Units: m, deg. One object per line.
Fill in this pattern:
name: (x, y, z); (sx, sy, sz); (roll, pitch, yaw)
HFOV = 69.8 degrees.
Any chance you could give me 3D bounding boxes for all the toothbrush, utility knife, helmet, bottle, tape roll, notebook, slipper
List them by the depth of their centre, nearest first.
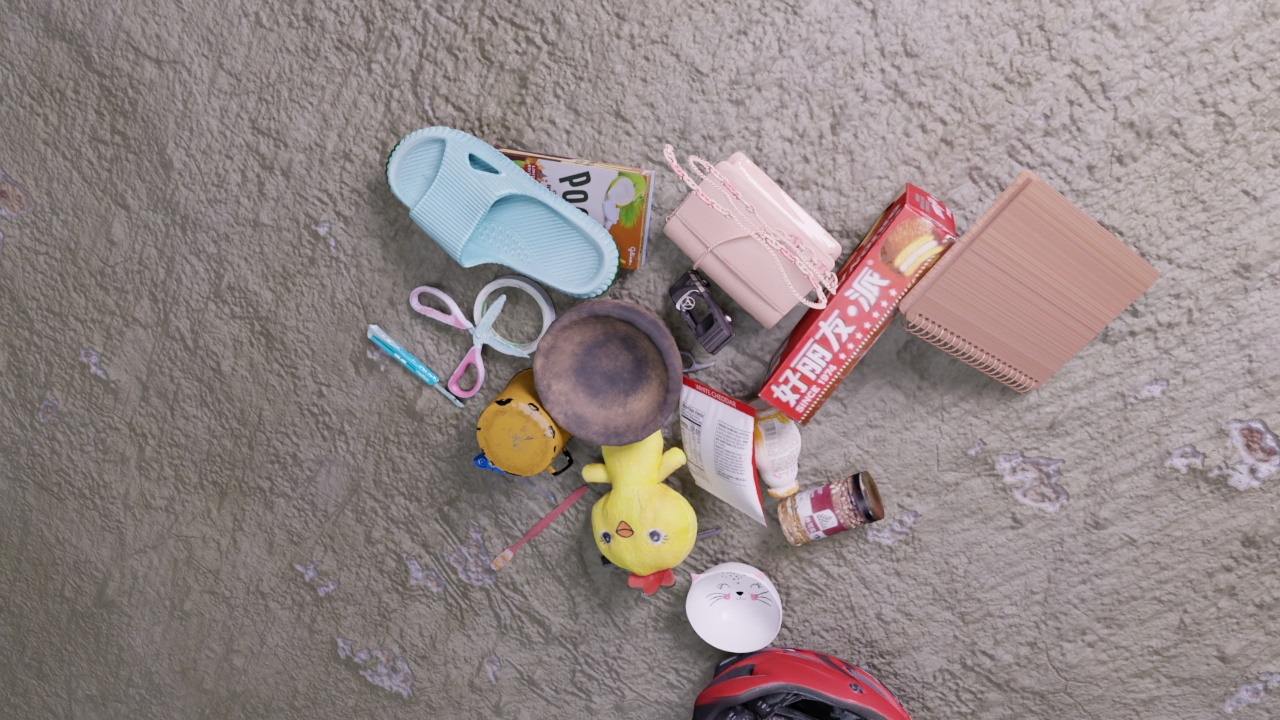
notebook: (0.355, -0.060, 0.843); (0.210, 0.022, 0.169); (23, 120, -32)
slipper: (-0.148, -0.149, 0.955); (0.276, 0.069, 0.116); (31, 113, 2)
bottle: (0.145, 0.095, 1.007); (0.063, 0.063, 0.109); (-10, 108, 19)
bottle: (0.211, 0.165, 1.020); (0.105, 0.056, 0.056); (-23, 103, 23)
tape roll: (-0.145, -0.052, 1.057); (0.094, 0.018, 0.094); (5, 112, 13)
helmet: (0.196, 0.439, 1.073); (0.272, 0.166, 0.218); (11, 113, 12)
utility knife: (-0.272, 0.007, 1.118); (0.149, 0.015, 0.022); (39, 132, -3)
toothbrush: (0.024, 0.228, 1.123); (0.168, 0.012, 0.013); (-19, 97, 22)
toothbrush: (-0.128, 0.211, 1.160); (0.185, 0.015, 0.015); (-43, 89, 24)

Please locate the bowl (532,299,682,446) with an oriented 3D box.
bowl: (-0.030, 0.007, 1.001); (0.162, 0.070, 0.162); (5, 112, 13)

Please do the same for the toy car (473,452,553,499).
toy car: (-0.155, 0.142, 1.126); (0.092, 0.033, 0.062); (-4, 103, 18)

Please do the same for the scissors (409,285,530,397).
scissors: (-0.206, -0.032, 1.069); (0.175, 0.013, 0.171); (43, 130, 5)

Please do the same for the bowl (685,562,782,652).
bowl: (0.115, 0.287, 1.099); (0.115, 0.050, 0.115); (6, 113, 14)

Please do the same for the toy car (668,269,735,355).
toy car: (0.063, -0.052, 0.971); (0.040, 0.037, 0.092); (-43, 62, 27)

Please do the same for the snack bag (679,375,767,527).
snack bag: (0.087, 0.098, 1.003); (0.131, 0.039, 0.144); (25, 131, 52)

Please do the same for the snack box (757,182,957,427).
snack box: (0.211, -0.055, 0.900); (0.060, 0.113, 0.237); (35, 116, 1)

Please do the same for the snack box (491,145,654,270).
snack box: (-0.083, -0.165, 0.985); (0.186, 0.031, 0.101); (11, 114, 11)

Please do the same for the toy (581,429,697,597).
toy: (0.002, 0.162, 1.064); (0.134, 0.092, 0.207); (-8, 99, 30)

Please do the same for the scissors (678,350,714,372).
scissors: (-0.002, -0.012, 1.034); (0.121, 0.014, 0.160); (-39, 100, 26)

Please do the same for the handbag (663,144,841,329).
handbag: (0.080, -0.104, 0.877); (0.199, 0.186, 0.117); (44, 122, 0)

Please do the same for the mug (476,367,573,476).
mug: (-0.121, 0.081, 1.060); (0.101, 0.093, 0.124); (-29, 101, 24)
